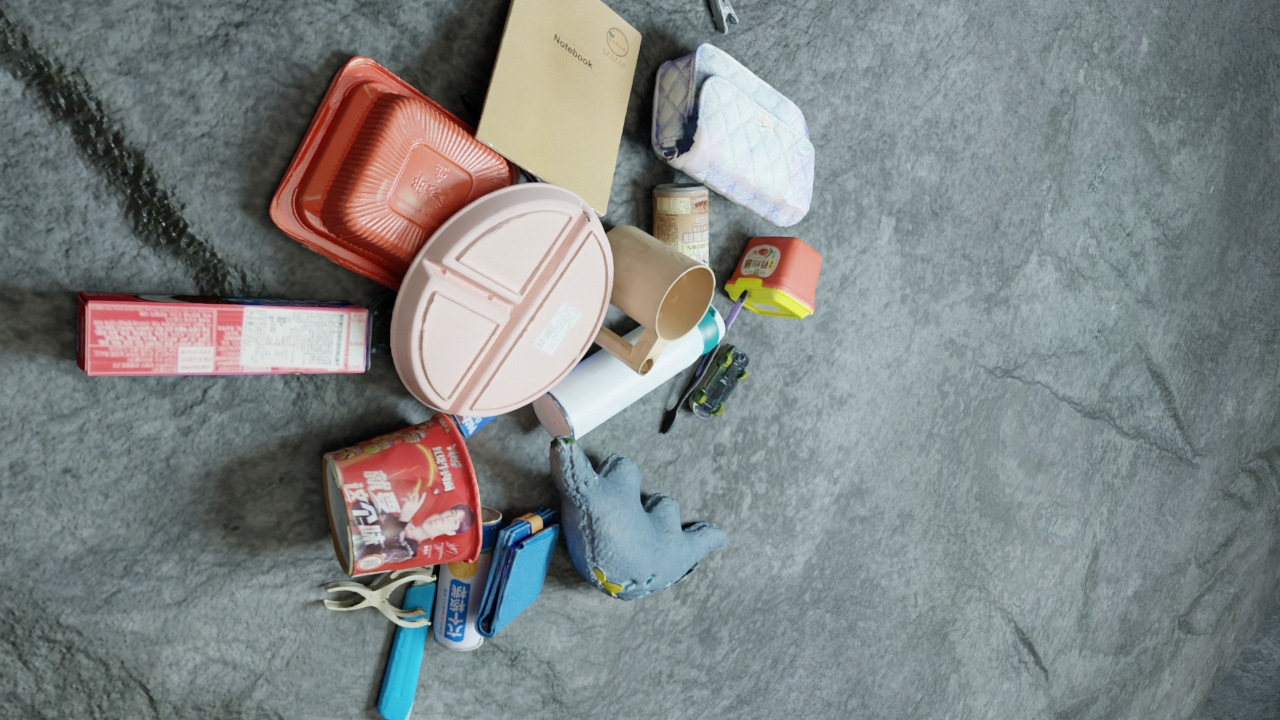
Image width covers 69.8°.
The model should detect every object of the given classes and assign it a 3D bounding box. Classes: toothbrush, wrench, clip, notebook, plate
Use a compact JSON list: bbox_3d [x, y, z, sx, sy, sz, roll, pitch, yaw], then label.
[{"bbox_3d":[0.074,0.004,1.033,0.016,0.014,0.189,17,106,-50],"label":"toothbrush"},{"bbox_3d":[-0.139,-0.070,0.870,0.272,0.016,0.056,-23,120,-30],"label":"wrench"},{"bbox_3d":[-0.236,0.209,0.858,0.103,0.035,0.092,31,86,-22],"label":"clip"},{"bbox_3d":[-0.105,-0.180,0.867,0.189,0.014,0.017,49,60,-37],"label":"toothbrush"},{"bbox_3d":[-0.068,-0.252,0.829,0.147,0.008,0.207,27,65,-39],"label":"notebook"},{"bbox_3d":[0.082,-0.367,0.951,0.031,0.025,0.057,-44,132,-13],"label":"clip"},{"bbox_3d":[-0.111,-0.045,0.809,0.228,0.028,0.230,-29,138,-30],"label":"plate"}]

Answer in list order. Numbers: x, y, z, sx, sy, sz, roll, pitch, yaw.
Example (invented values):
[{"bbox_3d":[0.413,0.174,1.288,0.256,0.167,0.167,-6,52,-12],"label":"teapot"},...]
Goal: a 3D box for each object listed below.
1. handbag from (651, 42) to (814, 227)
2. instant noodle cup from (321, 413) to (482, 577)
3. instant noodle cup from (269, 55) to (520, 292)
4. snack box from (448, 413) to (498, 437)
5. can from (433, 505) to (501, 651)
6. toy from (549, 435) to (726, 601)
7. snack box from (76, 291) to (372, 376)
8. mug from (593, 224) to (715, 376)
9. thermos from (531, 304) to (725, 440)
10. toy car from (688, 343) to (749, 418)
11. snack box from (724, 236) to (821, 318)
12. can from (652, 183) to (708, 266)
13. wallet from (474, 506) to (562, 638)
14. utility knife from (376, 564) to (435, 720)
[{"bbox_3d":[0.100,-0.231,0.948,0.193,0.076,0.134,18,70,-41],"label":"handbag"},{"bbox_3d":[-0.211,0.123,0.800,0.108,0.138,0.138,-11,109,-28],"label":"instant noodle cup"},{"bbox_3d":[-0.189,-0.141,0.770,0.188,0.079,0.164,28,82,-38],"label":"instant noodle cup"},{"bbox_3d":[-0.126,-0.004,0.883,0.156,0.026,0.085,-38,134,-22],"label":"snack box"},{"bbox_3d":[-0.171,0.213,0.903,0.053,0.053,0.134,1,102,-38],"label":"can"},{"bbox_3d":[-0.012,0.184,0.985,0.356,0.091,0.137,43,71,-49],"label":"toy"},{"bbox_3d":[-0.320,-0.019,0.720,0.207,0.057,0.058,0,100,-37],"label":"snack box"},{"bbox_3d":[-0.002,-0.062,0.913,0.125,0.103,0.084,-58,149,5],"label":"mug"},{"bbox_3d":[-0.006,0.006,0.964,0.223,0.073,0.073,-32,120,-27],"label":"thermos"},{"bbox_3d":[0.088,0.025,1.060,0.042,0.035,0.090,35,87,-37],"label":"toy car"},{"bbox_3d":[0.156,-0.096,1.044,0.082,0.091,0.080,27,78,-39],"label":"snack box"},{"bbox_3d":[0.042,-0.126,0.966,0.058,0.058,0.116,-13,111,-35],"label":"can"},{"bbox_3d":[-0.121,0.206,0.911,0.133,0.040,0.106,-7,114,-78],"label":"wallet"},{"bbox_3d":[-0.222,0.260,0.900,0.034,0.018,0.199,12,94,-22],"label":"utility knife"}]
